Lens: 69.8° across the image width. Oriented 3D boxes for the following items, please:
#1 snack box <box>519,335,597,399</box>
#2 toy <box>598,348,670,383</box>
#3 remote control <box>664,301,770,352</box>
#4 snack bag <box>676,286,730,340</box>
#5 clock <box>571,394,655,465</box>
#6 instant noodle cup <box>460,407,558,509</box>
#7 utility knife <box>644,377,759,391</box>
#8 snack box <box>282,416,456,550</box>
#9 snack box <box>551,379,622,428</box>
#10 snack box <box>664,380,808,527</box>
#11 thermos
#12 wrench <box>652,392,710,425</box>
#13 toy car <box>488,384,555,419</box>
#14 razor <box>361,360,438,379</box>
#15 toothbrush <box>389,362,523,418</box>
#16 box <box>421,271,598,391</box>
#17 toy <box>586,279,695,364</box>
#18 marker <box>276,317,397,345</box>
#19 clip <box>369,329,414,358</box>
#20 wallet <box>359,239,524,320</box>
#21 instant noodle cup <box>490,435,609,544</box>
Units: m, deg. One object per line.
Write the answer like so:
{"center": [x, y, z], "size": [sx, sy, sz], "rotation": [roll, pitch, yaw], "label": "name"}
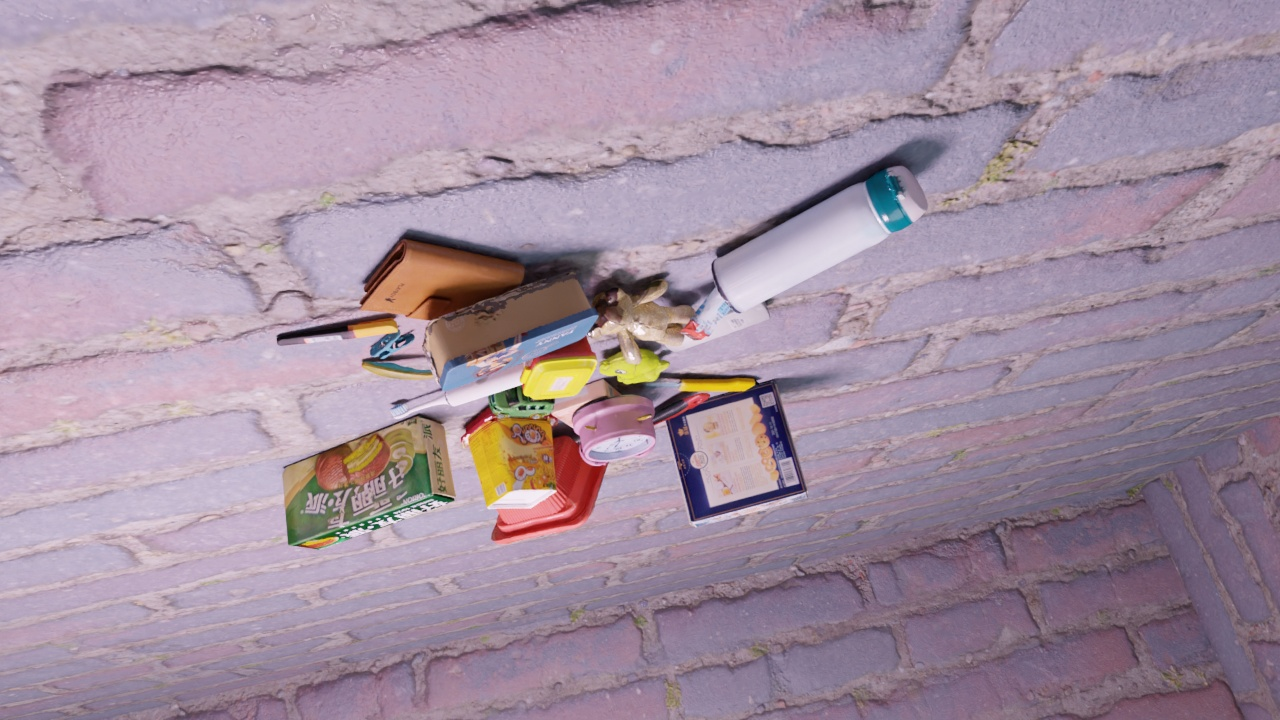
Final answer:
{"center": [-0.099, -0.008, 1.045], "size": [0.082, 0.080, 0.091], "rotation": [-5, 156, -22], "label": "snack box"}
{"center": [-0.007, 0.007, 1.194], "size": [0.096, 0.031, 0.100], "rotation": [-11, 161, -7], "label": "toy"}
{"center": [0.092, -0.047, 1.141], "size": [0.135, 0.019, 0.056], "rotation": [-20, 156, 14], "label": "remote control"}
{"center": [0.087, -0.064, 1.061], "size": [0.104, 0.026, 0.048], "rotation": [-53, 148, 10], "label": "snack bag"}
{"center": [-0.033, 0.105, 1.296], "size": [0.117, 0.059, 0.159], "rotation": [-12, 158, -5], "label": "clock"}
{"center": [-0.175, 0.136, 1.276], "size": [0.116, 0.123, 0.116], "rotation": [6, 149, -40], "label": "instant noodle cup"}
{"center": [0.090, 0.033, 1.325], "size": [0.216, 0.015, 0.033], "rotation": [2, 154, -37], "label": "utility knife"}
{"center": [-0.373, 0.170, 1.254], "size": [0.240, 0.114, 0.063], "rotation": [-20, 157, 16], "label": "snack box"}
{"center": [-0.062, 0.073, 1.320], "size": [0.084, 0.026, 0.157], "rotation": [-19, 156, 12], "label": "snack box"}
{"center": [0.143, 0.142, 1.398], "size": [0.182, 0.177, 0.046], "rotation": [-16, 161, 8], "label": "snack box"}
{"center": [0.185, -0.126, 0.955], "size": [0.225, 0.073, 0.073], "rotation": [-27, 154, 27], "label": "thermos"}
{"center": [-0.002, 0.101, 1.419], "size": [0.274, 0.016, 0.056], "rotation": [-27, 158, 34], "label": "wrench"}
{"center": [-0.154, 0.051, 1.198], "size": [0.091, 0.043, 0.036], "rotation": [0, 156, -33], "label": "toy car"}
{"center": [-0.256, 0.008, 1.067], "size": [0.132, 0.028, 0.043], "rotation": [-1, 157, -24], "label": "razor"}
{"center": [-0.212, 0.037, 1.153], "size": [0.221, 0.026, 0.026], "rotation": [-17, 118, 10], "label": "toothbrush"}
{"center": [-0.129, -0.032, 0.944], "size": [0.184, 0.060, 0.090], "rotation": [-20, 170, -19], "label": "box"}
{"center": [0.005, -0.049, 1.048], "size": [0.157, 0.066, 0.105], "rotation": [7, 117, -48], "label": "toy"}
{"center": [-0.317, -0.029, 0.960], "size": [0.124, 0.015, 0.018], "rotation": [-9, 155, -6], "label": "marker"}
{"center": [-0.275, -0.018, 1.009], "size": [0.056, 0.014, 0.041], "rotation": [-28, 153, 27], "label": "clip"}
{"center": [-0.197, -0.074, 0.906], "size": [0.131, 0.031, 0.108], "rotation": [9, 146, -42], "label": "wallet"}
{"center": [-0.147, 0.187, 1.383], "size": [0.189, 0.164, 0.079], "rotation": [-19, 123, 29], "label": "instant noodle cup"}
